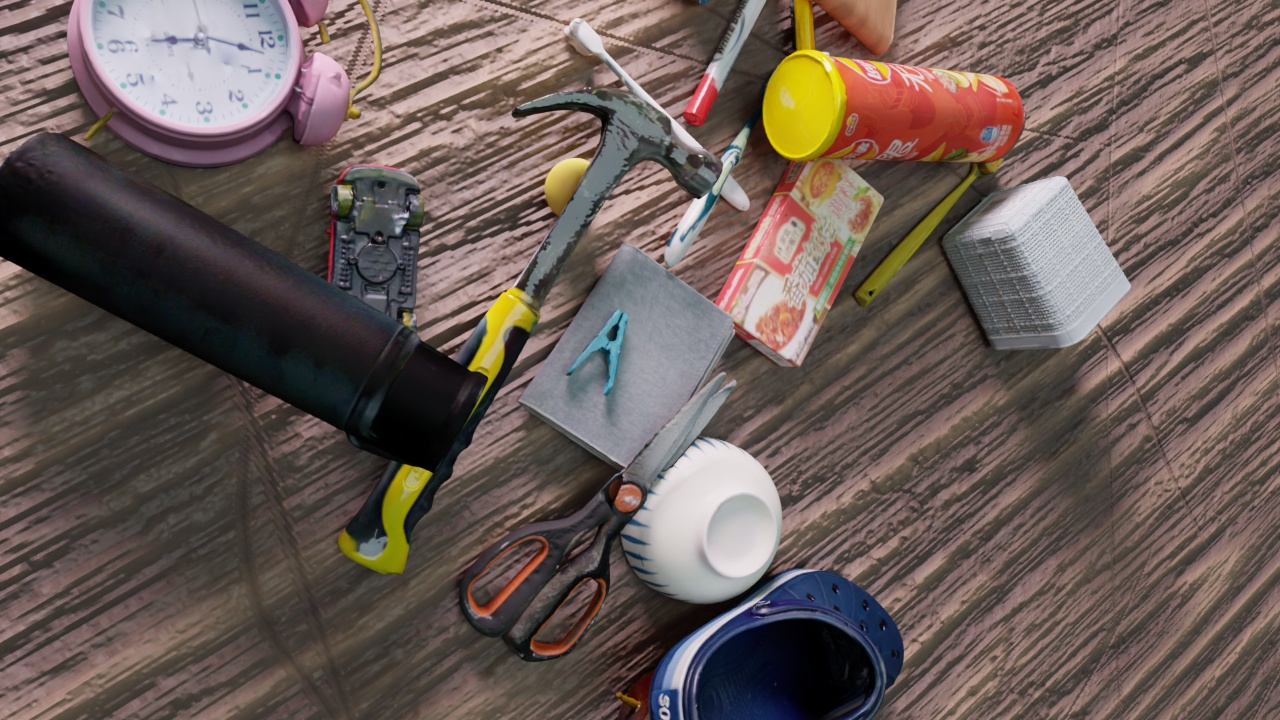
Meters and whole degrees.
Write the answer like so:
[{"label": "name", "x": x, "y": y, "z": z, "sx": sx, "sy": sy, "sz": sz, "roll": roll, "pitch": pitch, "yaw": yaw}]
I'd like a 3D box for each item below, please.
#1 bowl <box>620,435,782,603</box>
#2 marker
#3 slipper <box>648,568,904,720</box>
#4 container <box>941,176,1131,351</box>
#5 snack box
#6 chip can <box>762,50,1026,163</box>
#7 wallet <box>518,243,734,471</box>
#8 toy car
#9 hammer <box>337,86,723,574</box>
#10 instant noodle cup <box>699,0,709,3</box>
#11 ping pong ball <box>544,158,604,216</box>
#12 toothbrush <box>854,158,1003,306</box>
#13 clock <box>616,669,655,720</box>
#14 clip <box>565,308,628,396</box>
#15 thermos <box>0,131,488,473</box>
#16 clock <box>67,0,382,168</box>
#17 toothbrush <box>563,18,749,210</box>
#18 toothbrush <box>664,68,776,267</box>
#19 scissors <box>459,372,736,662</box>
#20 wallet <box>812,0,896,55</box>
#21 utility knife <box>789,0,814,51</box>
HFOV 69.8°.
[{"label": "bowl", "x": 0.051, "y": 0.112, "z": 0.629, "sx": 0.116, "sy": 0.066, "sz": 0.116, "roll": -1, "pitch": 92, "yaw": -26}, {"label": "marker", "x": 0.068, "y": -0.232, "z": 0.655, "sx": 0.017, "sy": 0.017, "sz": 0.145, "roll": 31, "pitch": 78, "yaw": -24}, {"label": "slipper", "x": 0.109, "y": 0.198, "z": 0.609, "sx": 0.252, "sy": 0.095, "sz": 0.105, "roll": -2, "pitch": 78, "yaw": -48}, {"label": "container", "x": 0.316, "y": -0.079, "z": 0.743, "sx": 0.090, "sy": 0.090, "sz": 0.111, "roll": -40, "pitch": 105, "yaw": -20}, {"label": "snack box", "x": 0.118, "y": -0.078, "z": 0.679, "sx": 0.075, "sy": 0.025, "sz": 0.152, "roll": 34, "pitch": 77, "yaw": -23}, {"label": "chip can", "x": 0.190, "y": -0.180, "z": 0.670, "sx": 0.216, "sy": 0.073, "sz": 0.073, "roll": -7, "pitch": 95, "yaw": -36}, {"label": "wallet", "x": -0.004, "y": 0.004, "z": 0.616, "sx": 0.106, "sy": 0.037, "sz": 0.129, "roll": 35, "pitch": 76, "yaw": -12}, {"label": "toy car", "x": -0.157, "y": -0.052, "z": 0.533, "sx": 0.052, "sy": 0.045, "sz": 0.120, "roll": 5, "pitch": 95, "yaw": -28}, {"label": "hammer", "x": -0.083, "y": -0.021, "z": 0.551, "sx": 0.126, "sy": 0.032, "sz": 0.323, "roll": 33, "pitch": 87, "yaw": -17}, {"label": "instant noodle cup", "x": 0.048, "y": -0.313, "z": 0.606, "sx": 0.099, "sy": 0.099, "sz": 0.110, "roll": -40, "pitch": 99, "yaw": -20}, {"label": "ping pong ball", "x": -0.042, "y": -0.110, "z": 0.591, "sx": 0.040, "sy": 0.040, "sz": 0.040, "roll": -1, "pitch": 92, "yaw": -26}, {"label": "toothbrush", "x": 0.236, "y": -0.110, "z": 0.741, "sx": 0.189, "sy": 0.017, "sz": 0.015, "roll": -45, "pitch": 109, "yaw": -18}, {"label": "clock", "x": 0.032, "y": 0.266, "z": 0.631, "sx": 0.081, "sy": 0.055, "sz": 0.122, "roll": -28, "pitch": 104, "yaw": -24}, {"label": "clip", "x": -0.023, "y": -0.008, "z": 0.585, "sx": 0.034, "sy": 0.013, "sz": 0.055, "roll": 31, "pitch": 80, "yaw": -11}, {"label": "thermos", "x": -0.204, "y": -0.016, "z": 0.475, "sx": 0.242, "sy": 0.090, "sz": 0.068, "roll": 31, "pitch": 40, "yaw": -9}, {"label": "clock", "x": -0.219, "y": -0.168, "z": 0.492, "sx": 0.158, "sy": 0.060, "sz": 0.117, "roll": -14, "pitch": 98, "yaw": -27}, {"label": "toothbrush", "x": 0.015, "y": -0.165, "z": 0.634, "sx": 0.180, "sy": 0.016, "sz": 0.016, "roll": 41, "pitch": 73, "yaw": -24}, {"label": "toothbrush", "x": 0.064, "y": -0.140, "z": 0.643, "sx": 0.016, "sy": 0.018, "sz": 0.191, "roll": 41, "pitch": 66, "yaw": -26}, {"label": "scissors", "x": -0.029, "y": 0.088, "z": 0.579, "sx": 0.139, "sy": 0.021, "sz": 0.235, "roll": 19, "pitch": 99, "yaw": -18}, {"label": "wallet", "x": 0.161, "y": -0.302, "z": 0.682, "sx": 0.101, "sy": 0.020, "sz": 0.115, "roll": 20, "pitch": 77, "yaw": -43}, {"label": "utility knife", "x": 0.118, "y": -0.270, "z": 0.675, "sx": 0.015, "sy": 0.033, "sz": 0.176, "roll": -3, "pitch": 90, "yaw": 16}]
